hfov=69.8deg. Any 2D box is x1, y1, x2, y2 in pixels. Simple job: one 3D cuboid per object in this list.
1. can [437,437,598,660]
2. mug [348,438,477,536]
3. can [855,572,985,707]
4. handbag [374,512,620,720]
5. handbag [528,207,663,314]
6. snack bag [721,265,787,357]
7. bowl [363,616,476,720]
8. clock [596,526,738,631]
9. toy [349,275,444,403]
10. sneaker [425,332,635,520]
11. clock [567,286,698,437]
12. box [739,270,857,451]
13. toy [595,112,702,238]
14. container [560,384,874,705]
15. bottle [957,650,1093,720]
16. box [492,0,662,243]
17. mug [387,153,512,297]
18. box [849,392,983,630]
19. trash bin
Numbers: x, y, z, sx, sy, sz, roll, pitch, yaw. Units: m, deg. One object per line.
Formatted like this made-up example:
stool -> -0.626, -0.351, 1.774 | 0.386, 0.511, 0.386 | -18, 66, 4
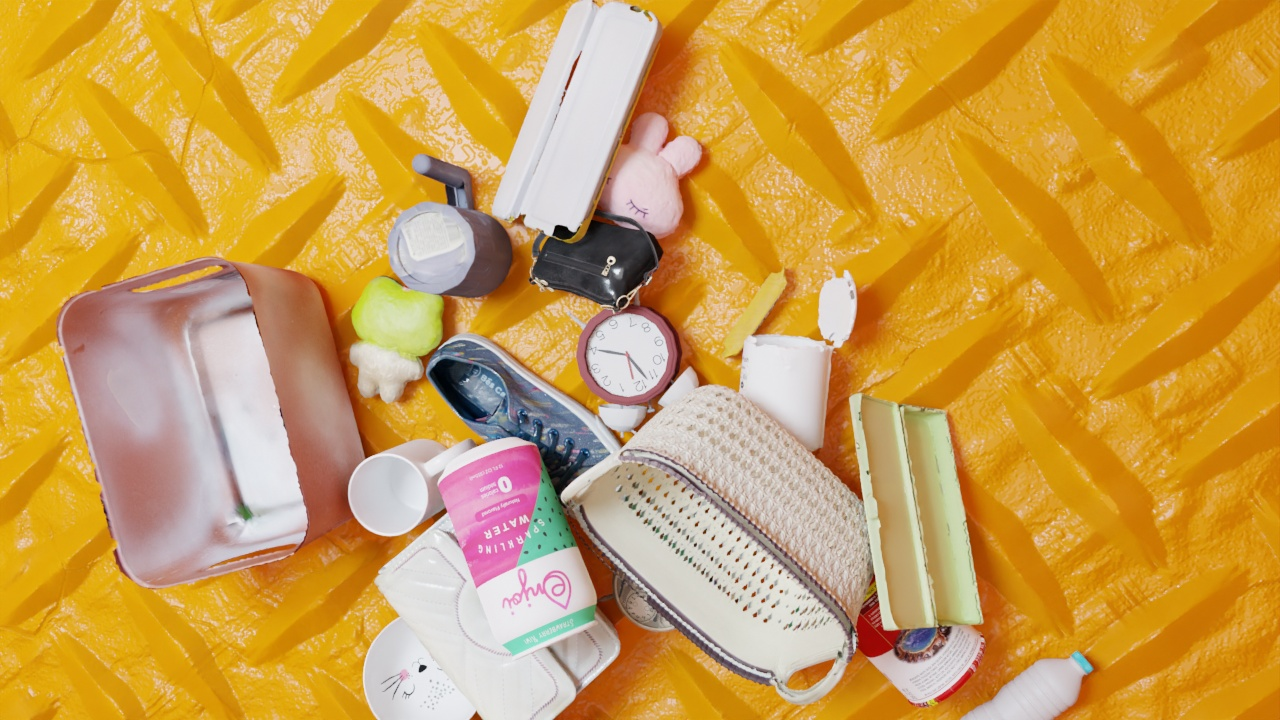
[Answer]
can -> -0.100, 0.152, 0.753 | 0.088, 0.088, 0.165 | -26, 76, 8
mug -> -0.201, 0.106, 0.846 | 0.110, 0.090, 0.074 | -32, 89, 8
can -> 0.227, 0.228, 0.800 | 0.116, 0.086, 0.087 | 45, 98, 3
handbag -> -0.127, 0.227, 0.827 | 0.142, 0.096, 0.198 | -41, 87, -10
handbag -> -0.044, -0.088, 0.812 | 0.129, 0.054, 0.079 | 18, 71, 31
snack bag -> 0.104, -0.043, 0.830 | 0.020, 0.026, 0.099 | 35, 96, 4
bowl -> -0.202, 0.296, 0.867 | 0.114, 0.051, 0.114 | 5, 69, -13
clock -> 0.036, 0.209, 0.841 | 0.141, 0.054, 0.093 | 17, 96, 8
toy -> -0.234, -0.017, 0.867 | 0.092, 0.043, 0.118 | 16, 97, 8
sneaker -> -0.099, 0.062, 0.836 | 0.235, 0.079, 0.087 | 42, 98, 3
clock -> -0.005, 0.005, 0.836 | 0.096, 0.048, 0.137 | -24, 89, 8
box -> 0.133, 0.001, 0.801 | 0.094, 0.084, 0.165 | 1, 101, -5
toy -> 0.003, -0.170, 0.825 | 0.108, 0.053, 0.105 | 36, 82, 5
container -> 0.073, 0.141, 0.748 | 0.251, 0.142, 0.185 | 42, 141, -1
bottle -> 0.339, 0.306, 0.812 | 0.136, 0.044, 0.044 | -41, 88, 8
box -> -0.063, -0.213, 0.806 | 0.128, 0.045, 0.210 | 26, 97, 40
mug -> -0.171, -0.118, 0.822 | 0.084, 0.104, 0.124 | -5, 93, 9
box -> 0.223, 0.124, 0.753 | 0.030, 0.138, 0.187 | -23, 66, 45
trash bin -> -0.371, 0.052, 0.833 | 0.182, 0.157, 0.259 | -15, 90, 8
